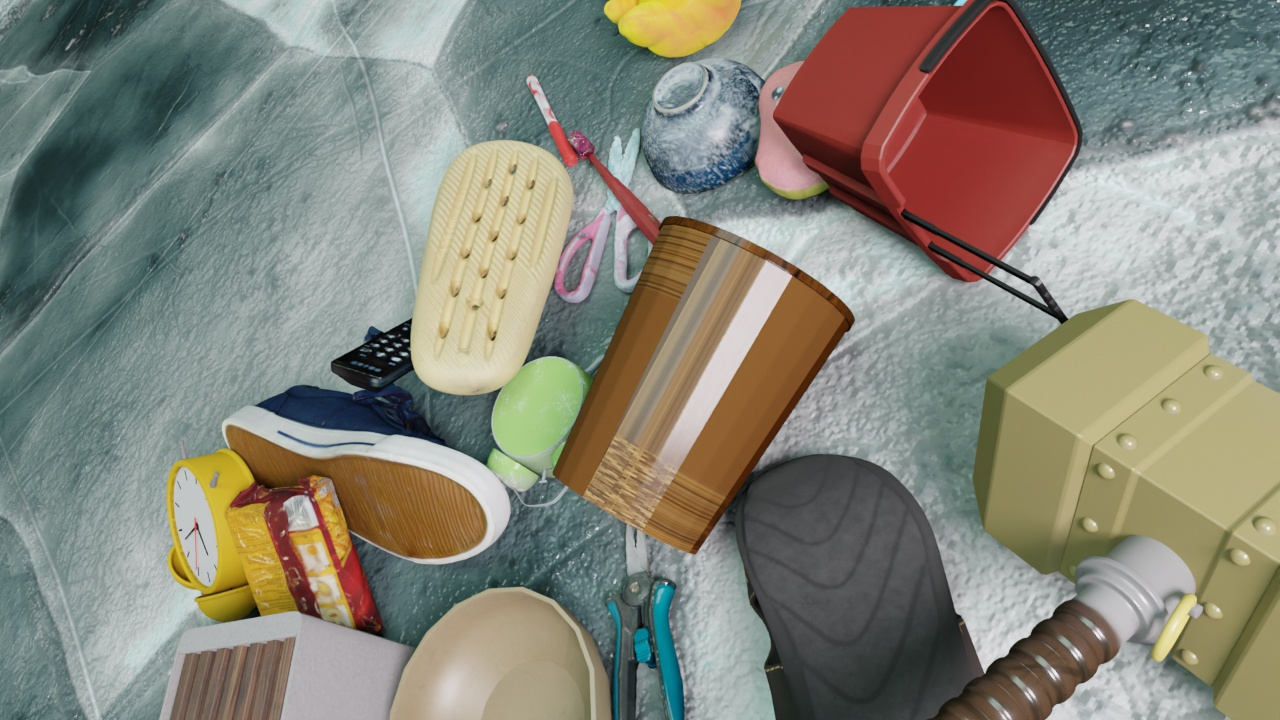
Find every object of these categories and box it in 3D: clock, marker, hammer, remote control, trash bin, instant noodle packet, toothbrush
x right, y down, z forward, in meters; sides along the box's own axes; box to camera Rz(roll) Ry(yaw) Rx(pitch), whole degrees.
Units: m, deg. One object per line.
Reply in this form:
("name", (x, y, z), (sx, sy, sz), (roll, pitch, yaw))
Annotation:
("clock", (-0.064, 0.047, 0.653), (0.095, 0.042, 0.119), (-13, 58, 28))
("marker", (-0.083, -0.224, 0.842), (0.013, 0.013, 0.142), (-34, 50, 12))
("clock", (-0.348, 0.145, 0.750), (0.114, 0.051, 0.152), (24, 114, 40))
("hammer", (0.143, 0.125, 0.348), (0.324, 0.101, 0.190), (-31, 46, -19))
("remote control", (-0.173, -0.012, 0.713), (0.047, 0.149, 0.022), (16, 117, 19))
("trash bin", (-0.228, 0.290, 0.571), (0.115, 0.114, 0.228), (-15, 56, 25))
("instant noodle packet", (-0.250, 0.151, 0.677), (0.099, 0.039, 0.135), (-15, 97, 25))
("toothbrush", (-0.017, -0.135, 0.729), (0.016, 0.016, 0.189), (-38, 47, 4))

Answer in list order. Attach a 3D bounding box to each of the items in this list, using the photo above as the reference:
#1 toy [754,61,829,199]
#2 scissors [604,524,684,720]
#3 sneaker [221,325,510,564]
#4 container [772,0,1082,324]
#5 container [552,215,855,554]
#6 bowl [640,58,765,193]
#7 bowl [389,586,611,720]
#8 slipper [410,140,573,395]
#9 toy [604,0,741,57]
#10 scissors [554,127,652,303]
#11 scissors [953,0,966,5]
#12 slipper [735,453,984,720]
("toy", (0.118, -0.167, 0.651), (0.090, 0.051, 0.109), (-28, 51, 15))
("scissors", (0.006, 0.165, 0.553), (0.142, 0.019, 0.127), (27, 78, 45))
("sneaker", (-0.193, 0.061, 0.711), (0.295, 0.121, 0.127), (11, 36, 37))
("container", (0.185, -0.116, 0.515), (0.127, 0.148, 0.201), (-54, 40, 2))
("container", (0.030, 0.019, 0.558), (0.132, 0.132, 0.167), (26, 86, 40))
("bowl", (0.044, -0.194, 0.710), (0.115, 0.061, 0.114), (-16, 55, 24))
("bowl", (-0.079, 0.219, 0.556), (0.153, 0.050, 0.152), (-16, 56, 25))
("slipper", (-0.113, -0.069, 0.727), (0.111, 0.079, 0.260), (1, 52, 5))
("toy", (0.027, -0.347, 0.795), (0.135, 0.087, 0.193), (-47, 43, 25))
("scissors", (-0.009, -0.125, 0.738), (0.103, 0.016, 0.178), (0, 61, 34))
("scissors", (0.205, -0.225, 0.655), (0.134, 0.015, 0.135), (-37, 55, 8))
("slipper", (0.112, 0.152, 0.460), (0.113, 0.076, 0.267), (-22, 38, 10))
